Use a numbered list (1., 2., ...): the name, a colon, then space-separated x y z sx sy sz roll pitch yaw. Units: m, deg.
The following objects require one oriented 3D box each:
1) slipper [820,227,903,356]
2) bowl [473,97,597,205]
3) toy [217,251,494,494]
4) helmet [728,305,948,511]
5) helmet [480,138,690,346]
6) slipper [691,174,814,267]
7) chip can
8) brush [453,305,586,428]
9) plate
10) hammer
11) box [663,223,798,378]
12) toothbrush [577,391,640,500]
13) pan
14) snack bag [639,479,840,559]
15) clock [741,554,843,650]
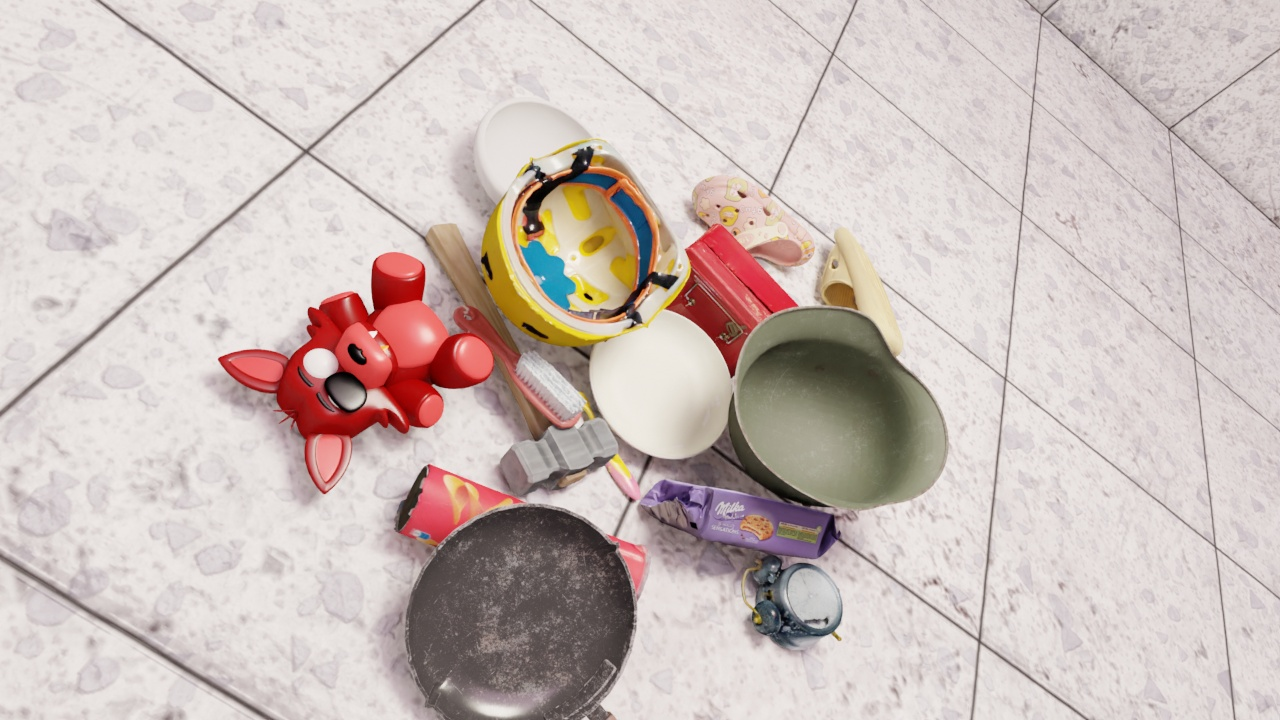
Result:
1. slipper: 0.310 -0.088 1.322 0.111 0.079 0.260 43 26 -30
2. bowl: -0.125 -0.227 1.112 0.176 0.066 0.176 13 62 -27
3. toy: -0.253 0.005 0.844 0.196 0.121 0.158 -37 88 -36
4. helmet: 0.205 0.076 1.036 0.267 0.154 0.226 15 66 -10
5. helmet: -0.082 -0.103 0.980 0.239 0.140 0.209 -40 98 -39
6. slipper: 0.155 -0.178 1.272 0.197 0.093 0.081 30 59 -16
7. chip can: -0.108 0.168 0.860 0.233 0.073 0.073 25 49 -19
8. brush: -0.122 -0.001 0.930 0.172 0.030 0.040 43 46 6
9. plate: 0.020 0.029 1.051 0.182 0.034 0.182 11 65 -24
10. hammer: -0.145 -0.012 0.976 0.117 0.051 0.322 -16 68 -41
11. box: 0.104 -0.074 1.134 0.157 0.137 0.122 49 46 1
12. toothbrush: -0.037 0.094 1.001 0.021 0.016 0.135 -22 77 -44
13. pan: -0.060 0.287 0.812 0.207 0.040 0.357 -37 100 -17
14. snack bag: 0.107 0.173 0.994 0.205 0.096 0.058 15 82 -26
15. clock: 0.163 0.264 1.004 0.129 0.052 0.090 20 51 -18
